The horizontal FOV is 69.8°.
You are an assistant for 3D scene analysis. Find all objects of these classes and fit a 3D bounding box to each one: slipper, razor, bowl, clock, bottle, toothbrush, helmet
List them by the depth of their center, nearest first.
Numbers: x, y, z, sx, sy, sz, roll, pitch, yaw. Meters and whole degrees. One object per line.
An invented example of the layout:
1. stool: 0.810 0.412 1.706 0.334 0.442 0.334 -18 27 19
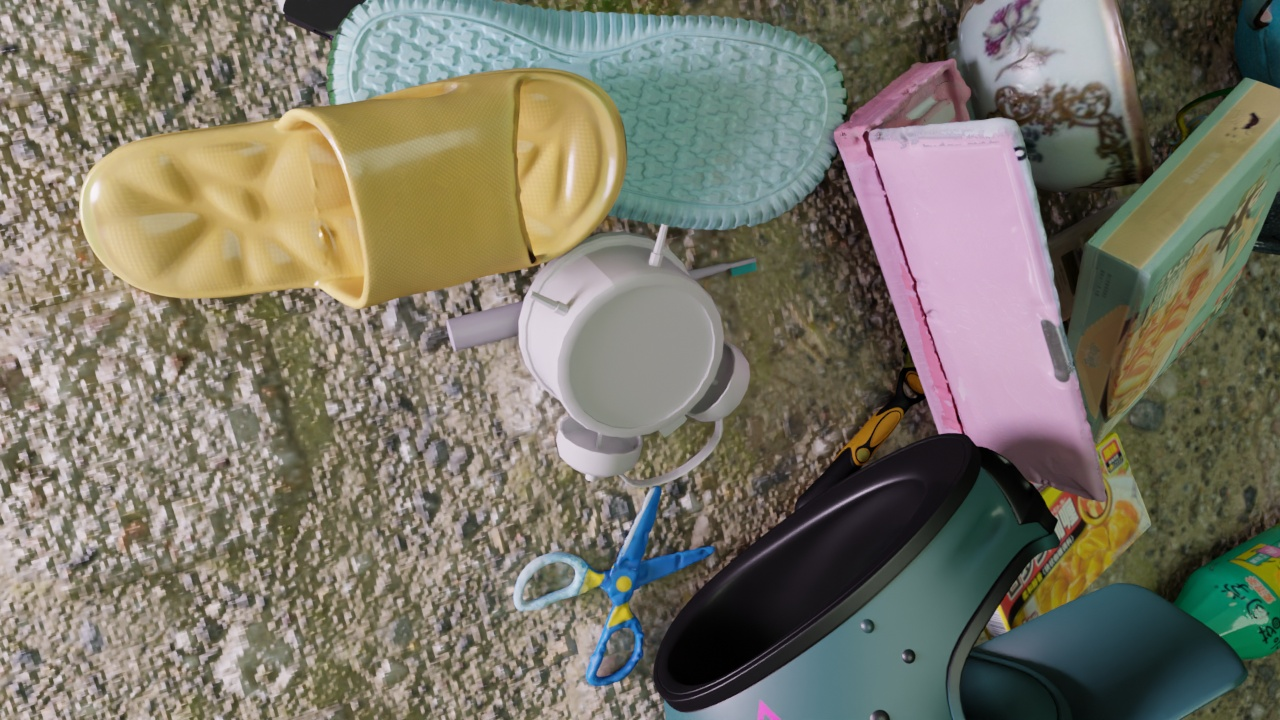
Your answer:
1. slipper: -0.135 -0.072 0.436 0.263 0.078 0.100 -7 119 -1
2. helmet: 0.154 0.178 0.497 0.275 0.176 0.200 -39 97 8
3. slipper: -0.026 -0.136 0.500 0.276 0.069 0.116 7 93 -7
4. clock: -0.003 0.003 0.512 0.119 0.061 0.159 -28 124 -9
5. toothbrush: -0.018 -0.037 0.532 0.187 0.018 0.019 -15 99 -14
6. bowl: 0.233 -0.168 0.545 0.094 0.159 0.160 -14 100 27
7. razor: 0.147 0.047 0.584 0.044 0.021 0.144 43 84 -14
8. clock: 0.421 -0.126 0.601 0.162 0.118 0.060 27 74 -22
9. bottle: 0.419 0.172 0.642 0.209 0.068 0.068 -23 99 -13

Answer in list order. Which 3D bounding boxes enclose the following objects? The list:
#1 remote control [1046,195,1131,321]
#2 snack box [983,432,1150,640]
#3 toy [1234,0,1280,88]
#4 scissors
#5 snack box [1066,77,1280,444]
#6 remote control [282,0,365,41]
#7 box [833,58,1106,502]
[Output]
1. remote control: 0.294 -0.067 0.600 0.133 0.022 0.050 -25 100 -30
2. snack box: 0.273 0.116 0.604 0.152 0.025 0.075 -31 101 -24
3. toy: 0.454 -0.254 0.609 0.223 0.099 0.191 19 83 -30
4. scissors: -0.019 0.131 0.547 0.123 0.016 0.125 22 88 -19
5. snack box: 0.316 -0.050 0.554 0.141 0.044 0.194 -43 145 -10
6. remote control: -0.139 -0.232 0.488 0.058 0.013 0.133 22 88 -16
7. box: 0.205 -0.044 0.508 0.106 0.116 0.233 -40 119 -28
